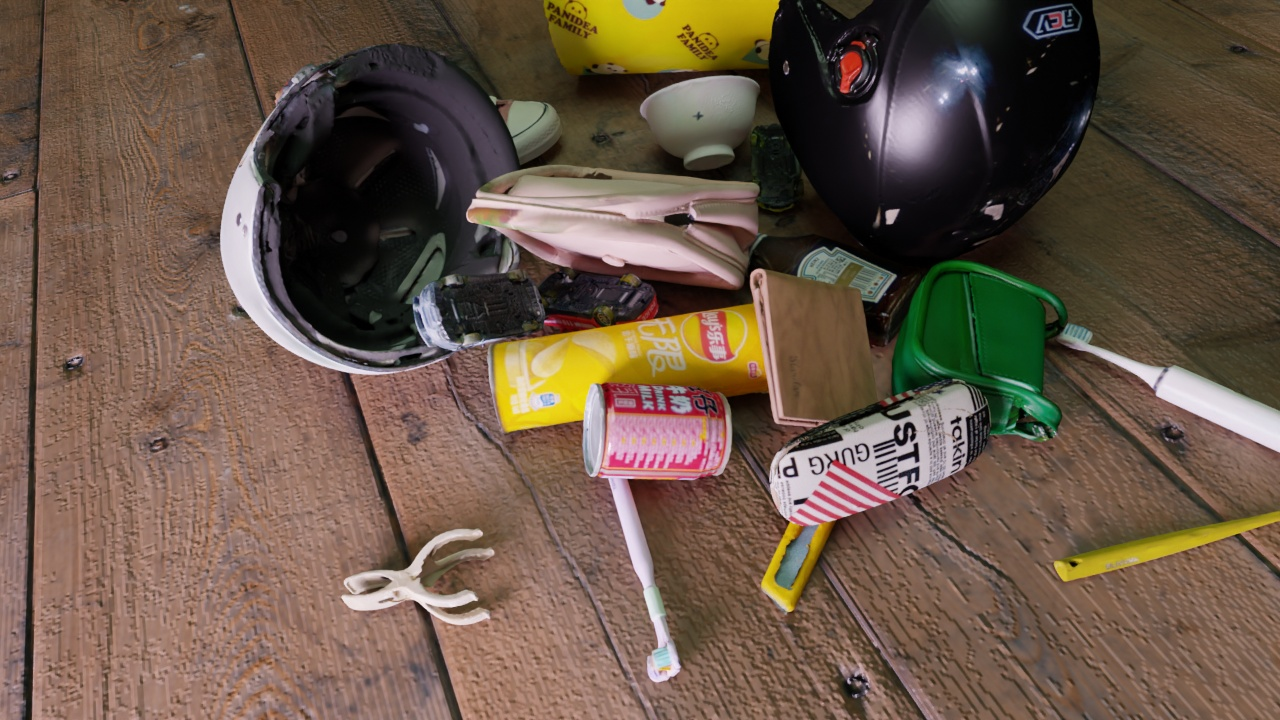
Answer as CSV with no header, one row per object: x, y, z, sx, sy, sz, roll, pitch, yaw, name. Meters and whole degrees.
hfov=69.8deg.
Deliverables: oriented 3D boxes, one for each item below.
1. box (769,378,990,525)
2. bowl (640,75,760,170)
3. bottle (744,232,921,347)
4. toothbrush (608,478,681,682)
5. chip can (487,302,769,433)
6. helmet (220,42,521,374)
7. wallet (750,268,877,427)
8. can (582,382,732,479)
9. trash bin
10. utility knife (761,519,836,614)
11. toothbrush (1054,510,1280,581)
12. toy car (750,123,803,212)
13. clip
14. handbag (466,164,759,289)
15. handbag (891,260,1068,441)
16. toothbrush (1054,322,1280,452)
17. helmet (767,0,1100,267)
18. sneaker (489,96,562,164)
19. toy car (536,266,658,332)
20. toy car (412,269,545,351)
0.161,0.062,0.606,0.164,0.069,0.052,-22,36,-13,box
0.063,-0.223,0.893,0.118,0.118,0.064,-9,86,-2,bowl
0.132,-0.075,0.773,0.195,0.044,0.079,25,55,27,bottle
-0.005,0.125,0.621,0.021,0.029,0.189,19,35,-32,toothbrush
-0.004,0.004,0.695,0.213,0.072,0.072,-8,47,-1,chip can
-0.229,-0.112,0.751,0.157,0.230,0.273,-12,48,40,helmet
0.129,-0.007,0.668,0.101,0.020,0.115,6,68,-34,wallet
0.011,0.050,0.643,0.093,0.067,0.066,3,46,-14,can
0.037,-0.415,0.985,0.255,0.230,0.229,-3,47,11,trash bin
0.122,0.105,0.626,0.033,0.015,0.155,17,52,24,utility knife
0.359,0.112,0.592,0.190,0.017,0.015,-13,48,-5,toothbrush
0.130,-0.183,0.881,0.048,0.032,0.105,-1,59,5,toy car
-0.141,0.139,0.615,0.102,0.035,0.095,9,53,24,clip
-0.031,-0.109,0.701,0.193,0.093,0.233,10,8,26,handbag
0.253,-0.005,0.684,0.120,0.068,0.131,16,50,11,handbag
0.406,0.027,0.658,0.221,0.027,0.026,31,80,31,toothbrush
0.245,-0.211,0.738,0.233,0.275,0.230,-13,74,-22,helmet
-0.204,-0.246,0.938,0.241,0.088,0.118,-3,47,5,sneaker
-0.040,-0.044,0.761,0.121,0.045,0.052,13,50,35,toy car
-0.122,-0.039,0.707,0.037,0.054,0.120,-20,-2,36,toy car
